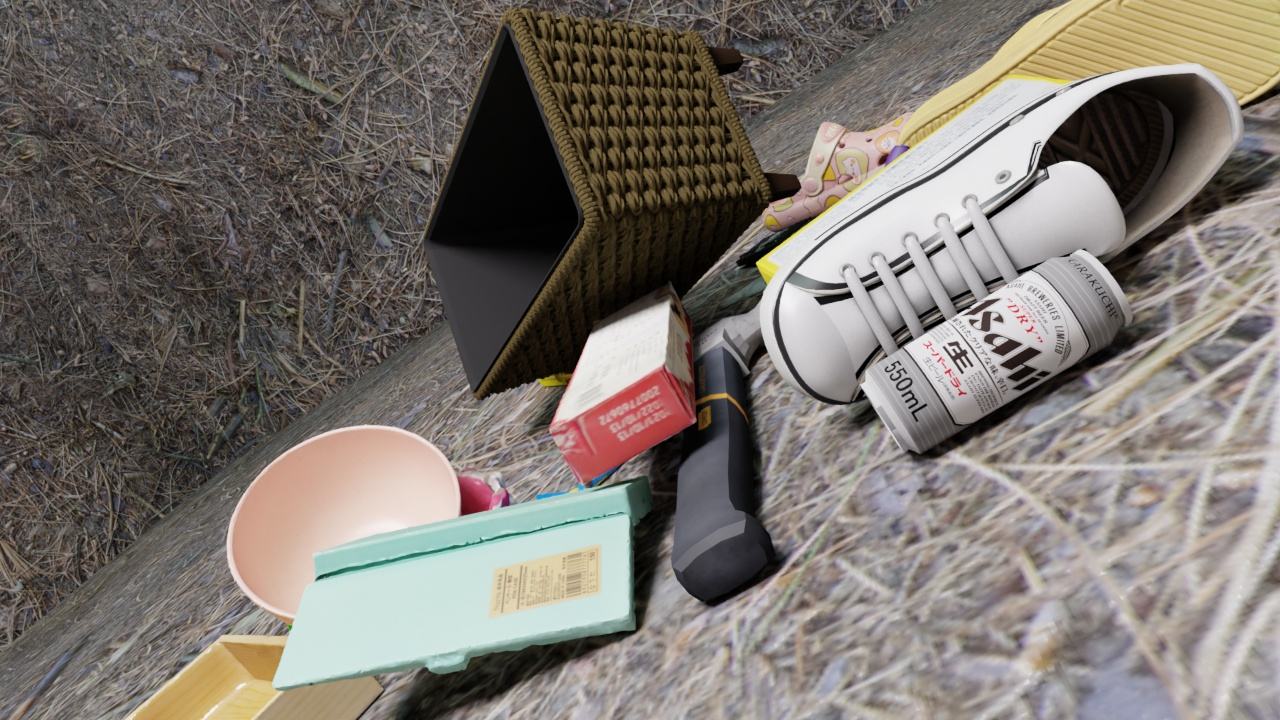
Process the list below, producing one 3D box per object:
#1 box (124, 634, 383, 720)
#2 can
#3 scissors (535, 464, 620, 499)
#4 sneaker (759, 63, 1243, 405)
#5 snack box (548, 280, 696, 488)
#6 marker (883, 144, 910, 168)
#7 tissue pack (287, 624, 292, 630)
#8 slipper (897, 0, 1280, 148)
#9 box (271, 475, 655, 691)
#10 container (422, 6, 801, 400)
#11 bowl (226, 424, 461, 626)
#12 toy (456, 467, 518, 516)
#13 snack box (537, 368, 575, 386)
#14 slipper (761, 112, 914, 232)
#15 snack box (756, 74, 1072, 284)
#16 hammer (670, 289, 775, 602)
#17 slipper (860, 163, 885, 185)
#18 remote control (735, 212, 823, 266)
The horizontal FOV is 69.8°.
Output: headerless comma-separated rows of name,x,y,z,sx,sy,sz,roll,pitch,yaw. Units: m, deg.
box,-0.318,0.234,0.553,0.252,0.118,0.248,5,-17,-38
can,0.151,-0.003,0.396,0.107,0.044,0.044,-32,13,10
scissors,-0.040,0.092,0.613,0.125,0.013,0.127,-40,11,-27
sneaker,0.175,-0.059,0.435,0.245,0.091,0.097,-30,9,-1
snack box,-0.004,0.004,0.606,0.077,0.044,0.272,-29,11,8
marker,0.144,-0.073,0.589,0.134,0.018,0.015,-68,-12,10
tissue pack,-0.208,0.166,0.708,0.114,0.034,0.099,-31,12,12
slipper,0.282,-0.183,0.597,0.264,0.099,0.078,-23,26,55
box,-0.089,0.109,0.488,0.187,0.055,0.138,-14,12,9
container,-0.035,-0.120,0.776,0.204,0.176,0.322,-13,-17,-28
bowl,-0.189,0.124,0.620,0.153,0.076,0.152,-3,48,3
toy,-0.107,0.111,0.650,0.103,0.050,0.065,-3,70,61
snack box,-0.063,-0.002,0.974,0.061,0.025,0.149,-41,14,-22
slipper,0.196,-0.198,0.909,0.198,0.081,0.093,-25,15,36
snack box,0.171,-0.089,0.531,0.200,0.042,0.092,-36,25,-1
hammer,0.050,0.036,0.534,0.139,0.035,0.312,-36,13,14
slipper,0.176,-0.095,0.641,0.118,0.060,0.296,-45,16,-26
remote control,0.137,-0.113,0.892,0.045,0.021,0.141,-36,8,-14
